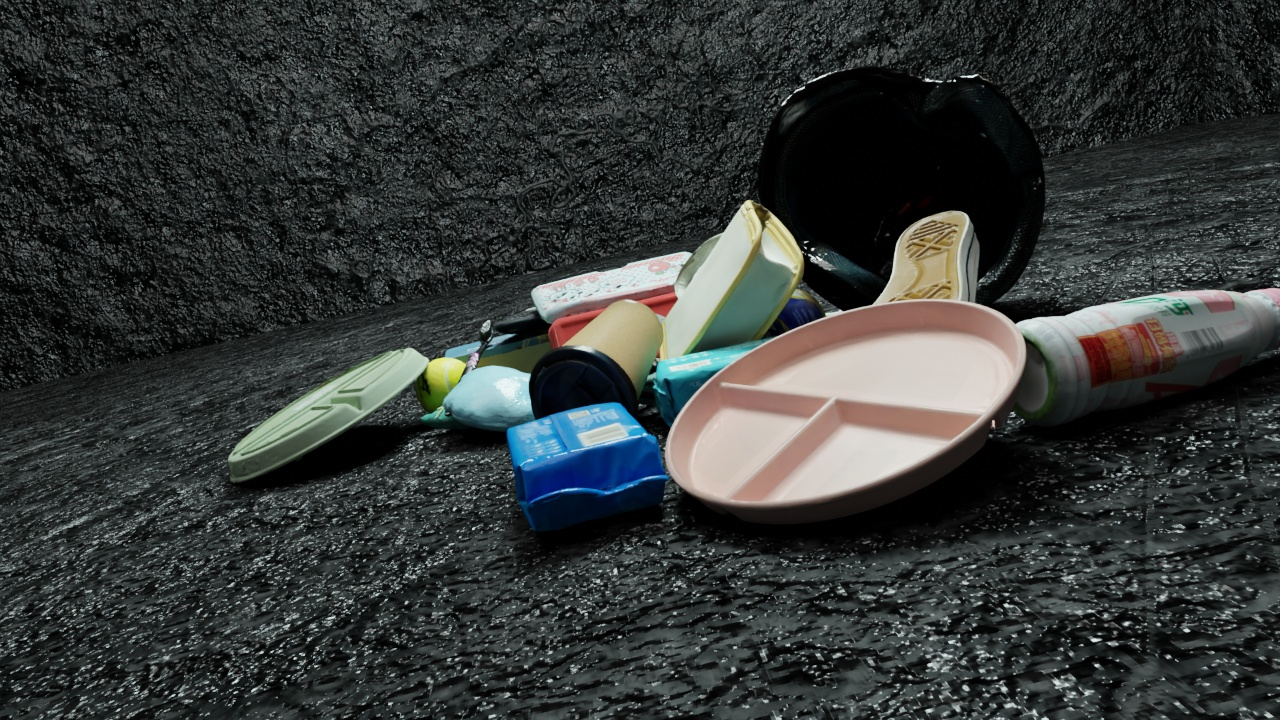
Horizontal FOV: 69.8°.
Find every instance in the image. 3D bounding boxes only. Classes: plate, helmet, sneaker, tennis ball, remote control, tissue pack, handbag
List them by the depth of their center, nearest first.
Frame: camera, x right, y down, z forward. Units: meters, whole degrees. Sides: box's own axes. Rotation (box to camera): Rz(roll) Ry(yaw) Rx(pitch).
[{"bbox_3d":[0.125,0.028,0.578,0.230,0.028,0.229,-23,21,9],"label":"plate"},{"bbox_3d":[-0.041,0.070,0.625,0.095,0.052,0.157,-12,11,-10],"label":"tissue pack"},{"bbox_3d":[0.226,-0.022,0.713,0.118,0.088,0.240,-14,30,37],"label":"sneaker"},{"bbox_3d":[0.077,0.018,0.764,0.133,0.050,0.093,-12,9,0],"label":"tissue pack"},{"bbox_3d":[0.079,-0.071,0.870,0.063,0.164,0.178,26,26,-18],"label":"handbag"},{"bbox_3d":[0.249,-0.152,0.904,0.233,0.275,0.230,-48,-15,3],"label":"helmet"},{"bbox_3d":[-0.326,0.050,0.954,0.230,0.027,0.230,-26,15,7],"label":"plate"},{"bbox_3d":[-0.209,0.029,0.987,0.065,0.065,0.065,-12,11,2],"label":"tennis ball"},{"bbox_3d":[-0.125,-0.048,1.071,0.053,0.024,0.136,-10,10,23],"label":"remote control"}]

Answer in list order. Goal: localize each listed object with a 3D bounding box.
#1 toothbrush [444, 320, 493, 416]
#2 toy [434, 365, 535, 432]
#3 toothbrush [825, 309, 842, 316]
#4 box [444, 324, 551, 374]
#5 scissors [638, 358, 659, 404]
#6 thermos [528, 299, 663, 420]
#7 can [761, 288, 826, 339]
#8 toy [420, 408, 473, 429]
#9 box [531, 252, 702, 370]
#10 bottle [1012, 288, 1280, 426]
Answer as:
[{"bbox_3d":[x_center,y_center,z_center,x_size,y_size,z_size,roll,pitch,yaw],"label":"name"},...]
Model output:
[{"bbox_3d":[-0.179,0.005,0.967,0.014,0.018,0.188,-1,29,5],"label":"toothbrush"},{"bbox_3d":[-0.115,0.038,0.873,0.156,0.050,0.161,-12,23,-22],"label":"toy"},{"bbox_3d":[0.189,-0.038,1.008,0.189,0.020,0.029,-15,-19,-10],"label":"toothbrush"},{"bbox_3d":[-0.144,0.001,1.069,0.184,0.063,0.090,-13,10,-10],"label":"box"},{"bbox_3d":[-0.007,0.004,0.904,0.172,0.019,0.176,15,19,19],"label":"scissors"},{"bbox_3d":[-0.031,0.007,0.774,0.093,0.093,0.142,-7,26,24],"label":"thermos"},{"bbox_3d":[0.119,-0.031,0.908,0.049,0.074,0.148,-22,14,-27],"label":"can"},{"bbox_3d":[-0.163,0.048,0.940,0.097,0.030,0.091,0,17,26],"label":"toy"},{"bbox_3d":[-0.009,-0.056,1.018,0.201,0.064,0.160,-14,56,-13],"label":"box"},{"bbox_3d":[0.329,-0.010,0.586,0.196,0.068,0.068,-12,11,-13],"label":"bottle"}]
